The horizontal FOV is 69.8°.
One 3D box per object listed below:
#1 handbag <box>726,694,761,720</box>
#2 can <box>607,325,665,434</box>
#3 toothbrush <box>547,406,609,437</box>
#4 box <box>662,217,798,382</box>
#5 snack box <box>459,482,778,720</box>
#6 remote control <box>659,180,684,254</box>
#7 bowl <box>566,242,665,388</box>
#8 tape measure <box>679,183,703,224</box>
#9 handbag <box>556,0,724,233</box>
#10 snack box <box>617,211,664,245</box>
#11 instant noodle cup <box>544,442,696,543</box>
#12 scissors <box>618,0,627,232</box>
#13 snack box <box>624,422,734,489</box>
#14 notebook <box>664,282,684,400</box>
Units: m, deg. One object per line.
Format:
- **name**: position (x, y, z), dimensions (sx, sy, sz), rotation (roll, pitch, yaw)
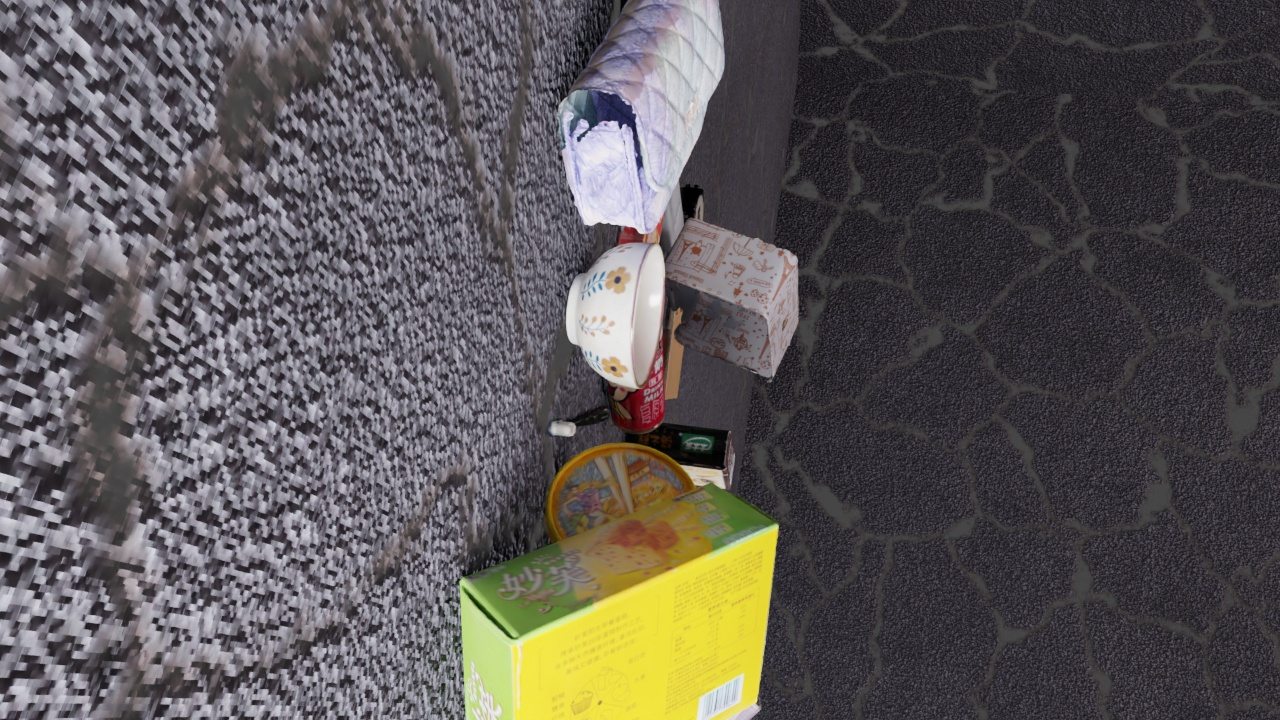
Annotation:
- **handbag**: position (0.047, 0.438, 1.088), dimensions (0.197, 0.098, 0.145), rotation (-47, 165, -1)
- **can**: position (-0.005, 0.005, 0.847), dimensions (0.053, 0.053, 0.133), rotation (-72, 165, -44)
- **toothbrush**: position (-0.046, 0.050, 0.769), dimensions (0.181, 0.018, 0.015), rotation (-5, 98, -81)
- **box**: position (0.062, -0.020, 0.982), dimensions (0.193, 0.157, 0.183), rotation (-64, 161, -18)
- **snack box**: position (-0.010, 0.187, 0.603), dimensions (0.209, 0.070, 0.158), rotation (-15, 118, -35)
- **remote control**: position (0.031, -0.165, 1.018), dimensions (0.136, 0.020, 0.055), rotation (76, 22, -61)
- **bowl**: position (-0.021, -0.037, 0.713), dimensions (0.113, 0.062, 0.113), rotation (7, 89, -79)
- **tape measure**: position (0.057, -0.172, 1.113), dimensions (0.065, 0.033, 0.066), rotation (-65, 159, -54)
- **handbag**: position (0.008, -0.197, 0.685), dimensions (0.134, 0.076, 0.193), rotation (80, 25, -49)
- **snack box**: position (0.007, -0.156, 0.879), dimensions (0.075, 0.025, 0.152), rotation (58, 40, -72)
- **instant noodle cup**: position (-0.017, 0.146, 0.733), dimensions (0.115, 0.118, 0.118), rotation (98, 7, -48)
- **scissors**: position (-0.008, -0.235, 0.784), dimensions (0.211, 0.022, 0.221), rotation (79, 27, -51)
- **snack box**: position (0.043, 0.104, 1.000), dimensions (0.126, 0.113, 0.053), rotation (72, 26, -67)
- **notebook**: position (0.051, -0.054, 1.221), dimensions (0.149, 0.012, 0.211), rotation (7, 91, -81)
